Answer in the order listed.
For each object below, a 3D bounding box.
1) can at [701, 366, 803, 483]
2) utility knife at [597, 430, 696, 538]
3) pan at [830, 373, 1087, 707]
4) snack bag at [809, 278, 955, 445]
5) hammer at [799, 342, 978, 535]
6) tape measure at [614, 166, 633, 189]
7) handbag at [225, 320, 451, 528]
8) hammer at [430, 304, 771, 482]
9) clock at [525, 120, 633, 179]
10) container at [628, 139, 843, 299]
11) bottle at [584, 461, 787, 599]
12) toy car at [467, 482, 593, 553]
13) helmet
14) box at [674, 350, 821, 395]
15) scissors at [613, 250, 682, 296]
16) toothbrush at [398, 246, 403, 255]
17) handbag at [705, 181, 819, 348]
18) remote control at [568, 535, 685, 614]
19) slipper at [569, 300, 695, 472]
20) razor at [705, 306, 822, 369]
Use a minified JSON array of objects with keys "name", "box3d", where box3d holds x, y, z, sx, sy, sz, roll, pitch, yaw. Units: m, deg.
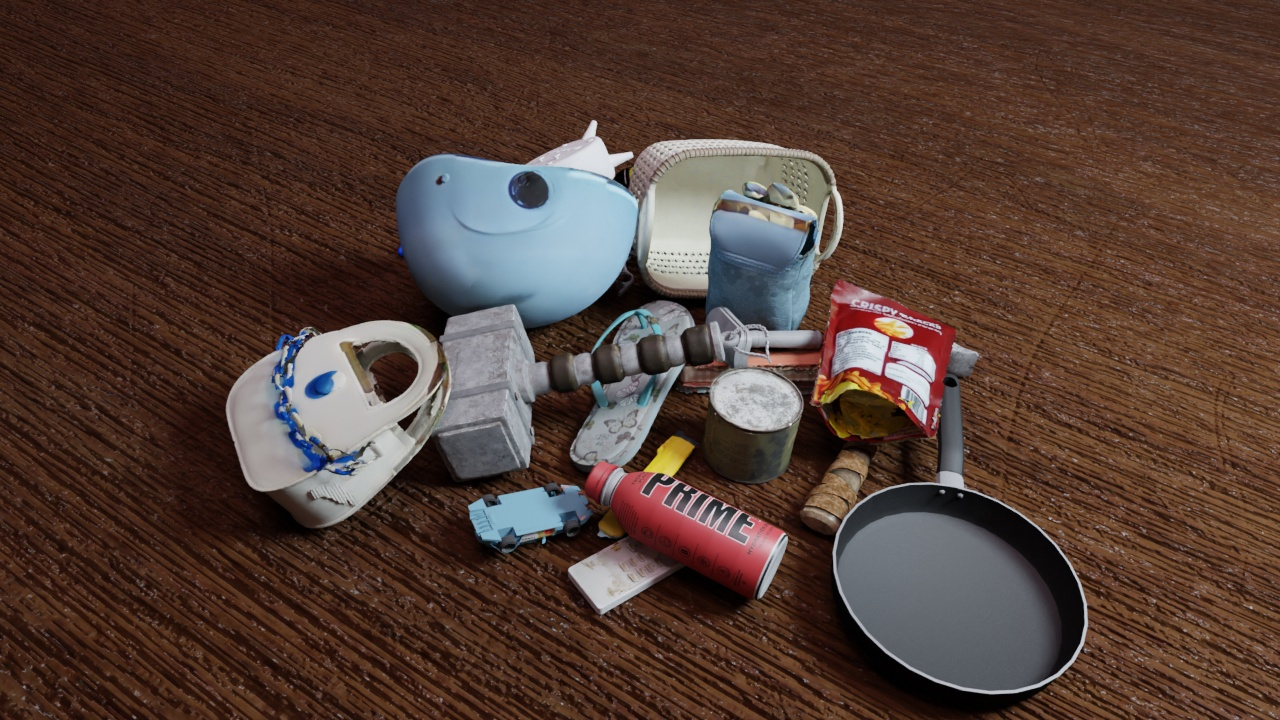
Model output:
[{"name":"can","box3d":[0.107,0.063,0.893,0.090,0.075,0.089,3,41,-2]},{"name":"utility knife","box3d":[0.007,0.117,0.868,0.030,0.017,0.150,20,42,27]},{"name":"pan","box3d":[0.276,0.142,0.821,0.204,0.044,0.354,10,42,7]},{"name":"snack bag","box3d":[0.248,-0.006,0.925,0.139,0.067,0.207,17,43,9]},{"name":"hammer","box3d":[0.241,0.061,0.930,0.121,0.049,0.317,24,46,20]},{"name":"tape measure","box3d":[-0.005,-0.242,1.256,0.061,0.061,0.034,1,72,-19]},{"name":"handbag","box3d":[-0.271,0.036,0.835,0.199,0.093,0.200,-37,47,-8]},{"name":"hammer","box3d":[-0.039,0.005,0.889,0.326,0.079,0.176,-12,40,6]},{"name":"clock","box3d":[-0.105,-0.255,1.227,0.160,0.073,0.125,-37,25,-29]},{"name":"container","box3d":[0.100,-0.177,1.102,0.246,0.185,0.142,-3,29,-19]},{"name":"bottle","box3d":[0.034,0.138,0.787,0.177,0.062,0.062,24,44,19]},{"name":"toy car","box3d":[-0.099,0.143,0.821,0.107,0.028,0.060,-8,40,-27]},{"name":"helmet","box3d":[-0.132,-0.120,1.010,0.265,0.226,0.166,-3,78,-3]},{"name":"box","box3d":[0.129,0.008,0.982,0.187,0.056,0.059,-1,72,-2]},{"name":"scissors","box3d":[-0.018,-0.128,1.160,0.141,0.014,0.174,8,36,3]},{"name":"toothbrush","box3d":[-0.270,-0.187,1.215,0.018,0.016,0.182,12,40,19]},{"name":"handbag","box3d":[0.138,-0.109,1.005,0.122,0.192,0.118,17,56,18]},{"name":"remote control","box3d":[0.006,0.171,0.805,0.135,0.011,0.050,-23,46,-28]},{"name":"slipper","box3d":[-0.006,0.006,0.950,0.098,0.055,0.268,-7,37,23]},{"name":"razor","box3d":[0.138,-0.023,0.972,0.116,0.047,0.088,0,24,-17]}]
